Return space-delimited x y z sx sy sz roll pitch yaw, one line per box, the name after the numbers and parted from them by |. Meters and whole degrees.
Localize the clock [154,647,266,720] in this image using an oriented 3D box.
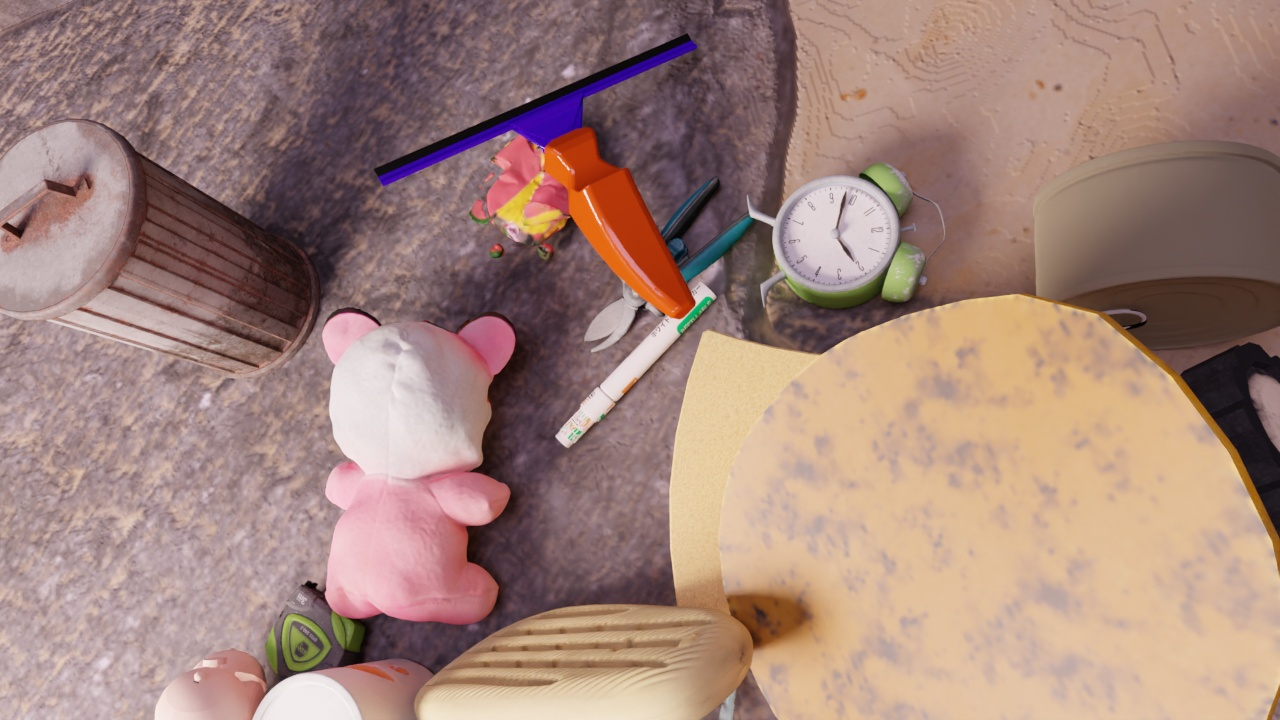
-0.258 0.270 0.582 0.086 0.131 0.160 -8 82 -16 | clock

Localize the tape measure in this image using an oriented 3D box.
-0.225 0.197 0.639 0.066 0.036 0.058 31 77 24 | tape measure

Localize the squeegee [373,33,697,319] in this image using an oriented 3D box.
-0.022 -0.103 0.621 0.249 0.055 0.184 -29 72 -17 | squeegee

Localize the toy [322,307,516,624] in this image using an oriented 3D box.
-0.157 0.068 0.624 0.142 0.084 0.213 1 80 16 | toy

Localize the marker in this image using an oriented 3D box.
-0.004 0.004 0.631 0.145 0.017 0.017 -46 69 1 | marker

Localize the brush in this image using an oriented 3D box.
0.147 0.083 0.536 0.250 0.075 0.195 0 76 16 | brush

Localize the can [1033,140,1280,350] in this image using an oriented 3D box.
0.284 -0.058 0.504 0.128 0.128 0.073 0 74 16 | can

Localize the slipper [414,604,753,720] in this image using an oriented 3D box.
-0.029 0.190 0.511 0.262 0.111 0.079 -24 96 49 | slipper

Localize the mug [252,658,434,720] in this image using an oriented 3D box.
-0.180 0.234 0.578 0.082 0.105 0.082 -4 75 15 | mug

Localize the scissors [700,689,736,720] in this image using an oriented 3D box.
0.041 0.253 0.530 0.119 0.015 0.138 -28 53 -20 | scissors

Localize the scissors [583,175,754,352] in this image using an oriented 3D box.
0.017 -0.069 0.643 0.131 0.019 0.149 -2 77 18 | scissors

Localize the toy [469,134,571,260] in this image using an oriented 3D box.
-0.079 -0.126 0.672 0.084 0.046 0.103 -1 70 24 | toy

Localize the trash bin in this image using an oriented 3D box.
-0.340 -0.069 0.643 0.131 0.211 0.130 -4 75 15 | trash bin

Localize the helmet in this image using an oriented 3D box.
0.162 0.081 0.405 0.256 0.131 0.205 -42 63 47 | helmet

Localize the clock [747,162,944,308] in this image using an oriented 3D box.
0.135 -0.079 0.597 0.119 0.042 0.094 -9 75 15 | clock
